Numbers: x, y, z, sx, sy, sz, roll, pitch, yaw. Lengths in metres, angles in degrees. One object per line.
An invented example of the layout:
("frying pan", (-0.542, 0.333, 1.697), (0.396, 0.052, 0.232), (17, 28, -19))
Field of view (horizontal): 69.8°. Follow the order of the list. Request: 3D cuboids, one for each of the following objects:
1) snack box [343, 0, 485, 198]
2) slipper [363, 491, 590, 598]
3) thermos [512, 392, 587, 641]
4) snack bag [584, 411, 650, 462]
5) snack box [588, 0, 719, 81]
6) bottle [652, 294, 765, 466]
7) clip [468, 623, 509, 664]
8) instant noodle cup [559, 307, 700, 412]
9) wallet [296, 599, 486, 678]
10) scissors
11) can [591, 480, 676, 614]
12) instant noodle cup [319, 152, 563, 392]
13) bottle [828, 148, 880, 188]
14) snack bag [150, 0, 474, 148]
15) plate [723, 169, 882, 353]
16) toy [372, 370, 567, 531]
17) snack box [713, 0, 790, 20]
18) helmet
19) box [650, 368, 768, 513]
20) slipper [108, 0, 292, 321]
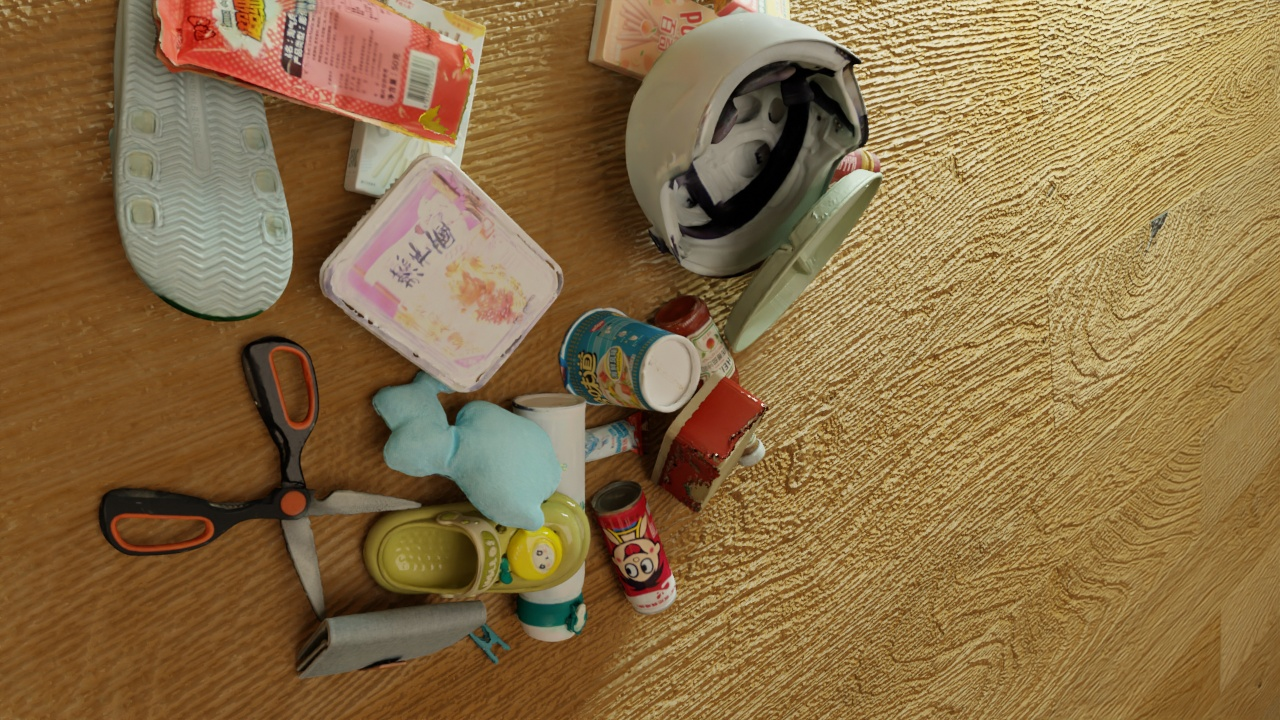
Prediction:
("snack box", (-0.179, -0.203, 0.730), (0.084, 0.027, 0.157), (9, 94, -39))
("slipper", (-0.135, 0.164, 0.765), (0.190, 0.081, 0.092), (-3, 103, -9))
("thermos", (-0.081, 0.145, 0.843), (0.073, 0.073, 0.224), (-7, 102, -37))
("snack bag", (-0.035, 0.080, 0.899), (0.104, 0.026, 0.048), (-8, 94, -37))
("snack box", (0.025, -0.304, 0.872), (0.157, 0.026, 0.084), (6, 95, -39))
("bottle", (0.078, 0.028, 0.957), (0.059, 0.060, 0.206), (-43, 122, -24))
("clip", (-0.144, 0.260, 0.856), (0.046, 0.014, 0.057), (-44, 122, -21))
("instant noodle cup", (-0.005, 0.005, 0.854), (0.099, 0.110, 0.099), (-9, 105, -38))
("wallet", (-0.205, 0.232, 0.753), (0.129, 0.107, 0.037), (1, 58, -36))
("scissors", (-0.278, 0.092, 0.696), (0.230, 0.022, 0.221), (5, 91, -30))
("can", (-0.005, 0.190, 0.926), (0.053, 0.053, 0.133), (-32, 117, -30))
("instant noodle cup", (-0.160, -0.070, 0.731), (0.138, 0.060, 0.173), (-50, 131, -4))
("bottle", (0.193, -0.219, 1.002), (0.174, 0.057, 0.057), (0, 99, -38))
("snack bag", (-0.218, -0.218, 0.624), (0.207, 0.073, 0.128), (11, 62, -39))
("plate", (0.161, -0.102, 0.929), (0.230, 0.027, 0.230), (-46, 168, -13))
("toy", (-0.134, 0.072, 0.757), (0.156, 0.161, 0.050), (-3, 145, -28))
("snack box", (0.102, -0.383, 0.864), (0.077, 0.027, 0.155), (11, 70, -37))
("helmet", (0.078, -0.205, 0.841), (0.229, 0.146, 0.259), (-36, 154, -5))
("box", (0.070, 0.089, 0.892), (0.091, 0.077, 0.169), (-49, 168, -21))
("slipper", (-0.303, -0.146, 0.616), (0.103, 0.074, 0.245), (-5, 85, -40))
